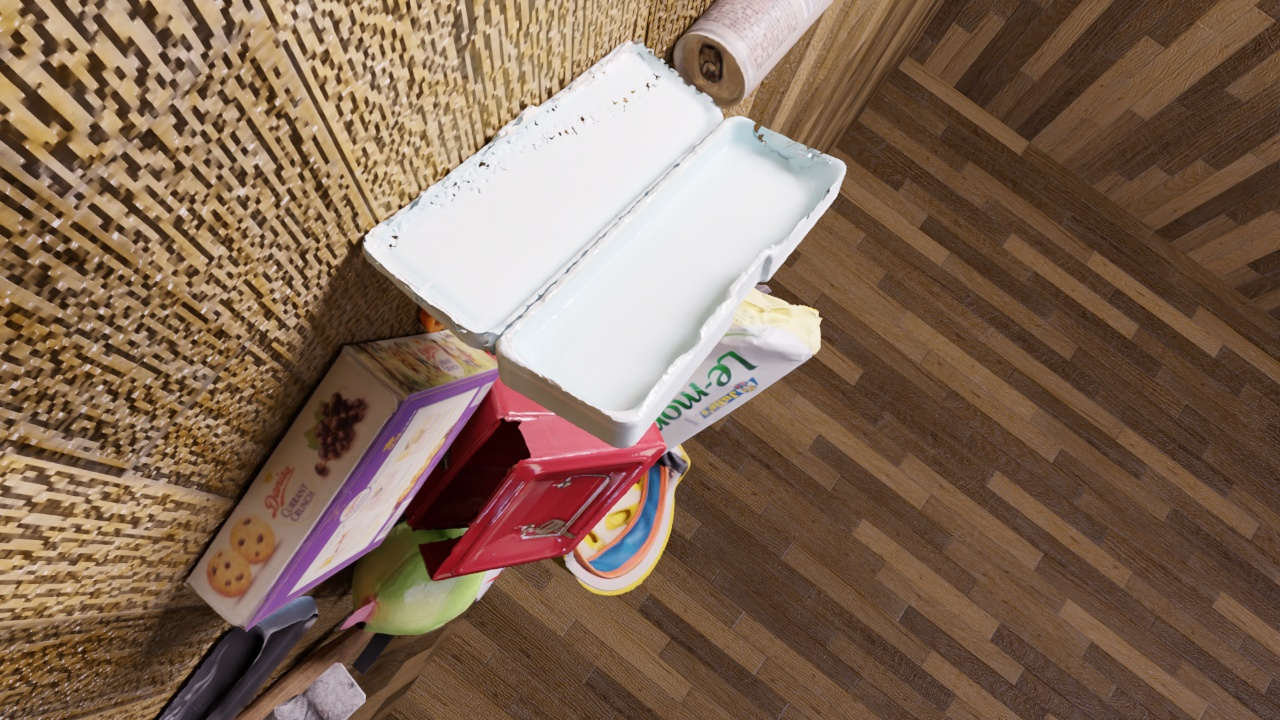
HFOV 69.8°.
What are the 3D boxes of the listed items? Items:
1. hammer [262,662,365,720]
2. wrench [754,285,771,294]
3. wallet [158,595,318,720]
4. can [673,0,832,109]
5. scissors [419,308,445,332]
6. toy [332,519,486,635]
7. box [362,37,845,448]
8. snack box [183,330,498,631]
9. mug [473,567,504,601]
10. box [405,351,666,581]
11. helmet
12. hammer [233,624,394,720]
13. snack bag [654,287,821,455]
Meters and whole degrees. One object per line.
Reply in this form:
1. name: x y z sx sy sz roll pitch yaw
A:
1. hammer: -0.300 0.288 0.559 0.122 0.049 0.318 -44 170 19
2. wrench: 0.014 -0.017 0.886 0.274 0.018 0.083 -18 -138 36
3. wallet: -0.262 0.204 0.587 0.115 0.026 0.089 -51 175 -3
4. can: 0.080 -0.220 0.575 0.135 0.054 0.054 -51 176 -23
5. scissors: -0.081 -0.060 0.457 0.127 0.011 0.126 -52 177 -31
6. toy: -0.166 0.159 0.784 0.196 0.107 0.150 -61 179 -18
7. box: -0.005 -0.062 0.402 0.196 0.134 0.041 -49 164 -37
8. snack box: -0.147 0.055 0.487 0.143 0.040 0.148 -53 176 9
9. mug: -0.178 0.174 0.924 0.121 0.091 0.090 4 -132 52
10. box: -0.077 0.070 0.625 0.129 0.092 0.158 4 140 -39
11. helmet: -0.058 0.124 1.001 0.208 0.140 0.240 -27 125 -43
12. hammer: -0.292 0.281 0.840 0.132 0.040 0.304 -54 174 18
13. snack bag: -0.004 0.004 0.695 0.248 0.159 0.068 -36 -131 33
